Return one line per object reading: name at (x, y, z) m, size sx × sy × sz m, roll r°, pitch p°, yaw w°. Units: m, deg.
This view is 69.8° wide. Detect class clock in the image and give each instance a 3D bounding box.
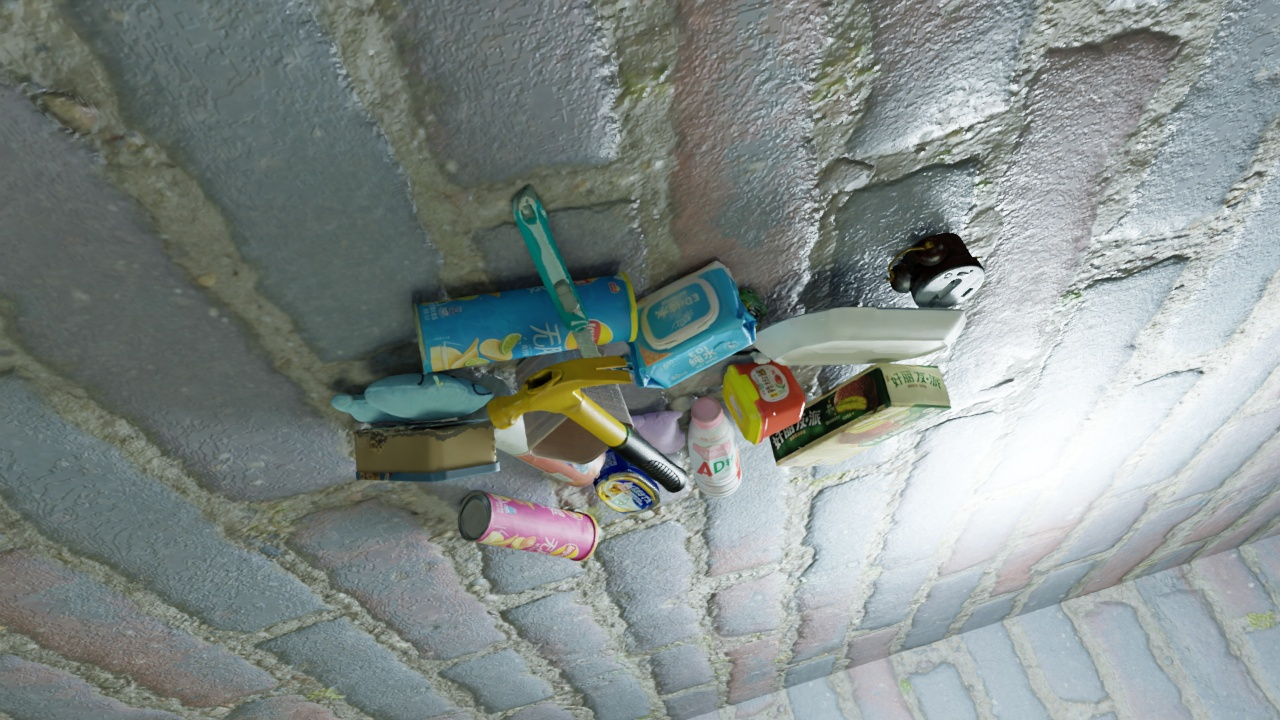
clock at (0.330, -0.102, 1.034) m, size 0.121 × 0.055 × 0.082 m, roll 7°, pitch 141°, yaw -32°

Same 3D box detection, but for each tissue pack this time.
tissue pack at (0.047, -0.037, 0.960) m, size 0.140 × 0.090 × 0.063 m, roll -27°, pitch 147°, yaw 14°

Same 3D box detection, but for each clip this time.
clip at (-0.006, 0.006, 1.071) m, size 0.056 × 0.014 × 0.043 m, roll 11°, pitch 138°, yaw -35°

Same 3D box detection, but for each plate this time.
plate at (0.260, -0.024, 1.082) m, size 0.265 × 0.034 × 0.162 m, roll 0°, pitch 166°, yaw -25°

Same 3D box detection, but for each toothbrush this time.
toothbrush at (0.078, -0.005, 1.094) m, size 0.180 × 0.018 × 0.016 m, roll 1°, pitch 146°, yaw -25°

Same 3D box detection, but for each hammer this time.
hammer at (-0.024, 0.077, 0.942) m, size 0.129 × 0.032 × 0.300 m, roll -27°, pitch 146°, yaw 14°

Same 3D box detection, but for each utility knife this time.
utility knife at (-0.070, -0.062, 0.850) m, size 0.029 × 0.013 × 0.216 m, roll -20°, pitch 120°, yaw 6°

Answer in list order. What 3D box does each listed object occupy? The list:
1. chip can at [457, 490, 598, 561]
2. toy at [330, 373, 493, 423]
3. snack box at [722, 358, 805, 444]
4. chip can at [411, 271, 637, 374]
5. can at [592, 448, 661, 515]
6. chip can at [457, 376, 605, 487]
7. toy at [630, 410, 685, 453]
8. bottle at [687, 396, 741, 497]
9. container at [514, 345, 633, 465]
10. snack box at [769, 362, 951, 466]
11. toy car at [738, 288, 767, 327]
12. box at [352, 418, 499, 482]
chip can at (-0.154, 0.235, 1.289) m, size 0.072 × 0.071 × 0.210 m, roll -36°, pitch 143°, yaw 26°
toy at (-0.236, 0.039, 0.947) m, size 0.161 × 0.049 × 0.156 m, roll 1°, pitch 168°, yaw -15°
snack box at (0.154, 0.047, 1.143) m, size 0.080 × 0.091 × 0.082 m, roll -18°, pitch 148°, yaw -13°
chip can at (-0.112, -0.038, 0.898) m, size 0.210 × 0.071 × 0.071 m, roll -9°, pitch 147°, yaw -13°
can at (-0.021, 0.167, 1.273) m, size 0.075 × 0.049 × 0.148 m, roll -25°, pitch 147°, yaw 10°
chip can at (-0.123, 0.090, 1.086) m, size 0.071 × 0.071 × 0.214 m, roll -28°, pitch 147°, yaw 16°
toy at (0.022, 0.095, 1.197) m, size 0.084 × 0.038 × 0.108 m, roll -5°, pitch 153°, yaw 12°
bottle at (0.097, 0.116, 1.242) m, size 0.068 × 0.068 × 0.197 m, roll -18°, pitch 145°, yaw -1°
container at (-0.077, 0.040, 0.995) m, size 0.089 × 0.110 × 0.090 m, roll 16°, pitch 134°, yaw -42°
snack box at (0.287, 0.079, 1.234) m, size 0.114 × 0.063 × 0.241 m, roll 2°, pitch 155°, yaw -30°
toy car at (0.096, -0.045, 1.022) m, size 0.091 × 0.036 × 0.043 m, roll -33°, pitch 146°, yaw 21°
box at (-0.226, 0.095, 0.970) m, size 0.089 × 0.061 × 0.185 m, roll -5°, pitch -179°, yaw -44°
